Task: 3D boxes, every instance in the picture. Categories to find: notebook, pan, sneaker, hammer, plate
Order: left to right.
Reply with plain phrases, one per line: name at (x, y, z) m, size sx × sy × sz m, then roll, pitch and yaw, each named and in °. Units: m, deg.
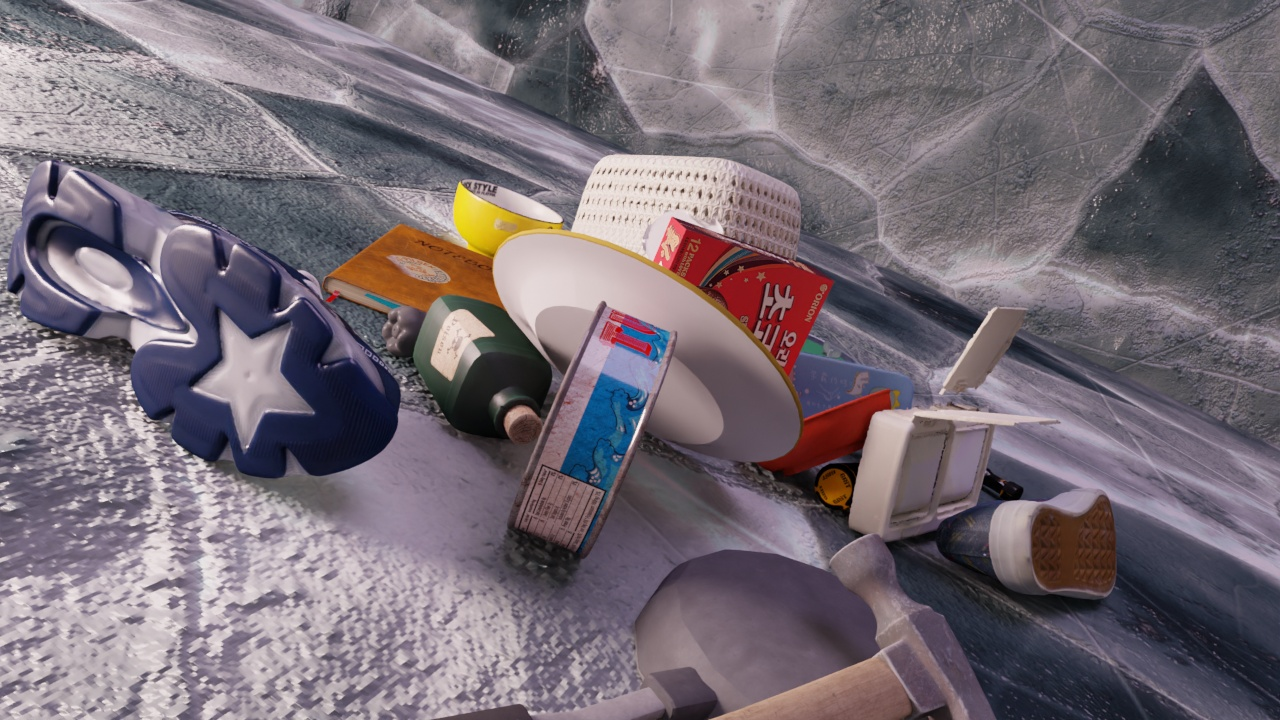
sneaker at (-0.215, -0.025, 0.507) m, size 0.269 × 0.103 × 0.132 m, roll 27°, pitch 11°, yaw 24°
notebook at (-0.161, -0.063, 0.816) m, size 0.178 × 0.014 × 0.249 m, roll 21°, pitch 17°, yaw -7°
plate at (-0.004, 0.003, 0.596) m, size 0.230 × 0.021 × 0.230 m, roll 27°, pitch -24°, yaw 13°
hammer at (0.009, 0.138, 0.305) m, size 0.330 × 0.031 × 0.119 m, roll -3°, pitch 50°, yaw -39°
pan at (0.020, 0.139, 0.385) m, size 0.356 × 0.041 × 0.178 m, roll 8°, pitch 23°, yaw -42°
hammer at (0.237, 0.099, 0.812) m, size 0.123 × 0.036 × 0.320 m, roll 32°, pitch 17°, yaw 34°
sneaker at (0.311, 0.145, 0.723) m, size 0.079 × 0.087 × 0.235 m, roll -7°, pitch -10°, yaw 42°

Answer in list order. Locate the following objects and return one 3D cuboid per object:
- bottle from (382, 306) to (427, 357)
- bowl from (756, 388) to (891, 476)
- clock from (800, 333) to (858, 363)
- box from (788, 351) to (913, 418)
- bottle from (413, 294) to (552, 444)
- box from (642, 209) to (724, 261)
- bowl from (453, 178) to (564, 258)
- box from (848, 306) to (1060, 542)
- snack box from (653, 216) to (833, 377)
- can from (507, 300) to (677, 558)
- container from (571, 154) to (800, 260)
bottle at (-0.133, -0.016, 0.672) m, size 0.109 × 0.036 × 0.036 m, roll 6°, pitch 24°, yaw -43°
bowl at (0.141, 0.060, 0.709) m, size 0.121 × 0.122 × 0.035 m, roll -6°, pitch 73°, yaw -58°
clock at (0.161, 0.003, 0.927) m, size 0.122 × 0.075 × 0.161 m, roll 26°, pitch 17°, yaw 11°
box at (0.143, 0.024, 0.812) m, size 0.209 × 0.066 × 0.049 m, roll 12°, pitch 14°, yaw -11°
bottle at (-0.097, 0.012, 0.589) m, size 0.061 × 0.061 × 0.131 m, roll 13°, pitch 19°, yaw -35°
box at (0.004, -0.060, 0.775) m, size 0.084 × 0.162 × 0.112 m, roll 36°, pitch 14°, yaw 16°
bowl at (-0.147, -0.141, 0.980) m, size 0.117 × 0.068 × 0.117 m, roll 21°, pitch 17°, yaw -7°
box at (0.241, 0.060, 0.677) m, size 0.145 × 0.186 × 0.095 m, roll -4°, pitch 38°, yaw -43°
snack box at (0.059, -0.018, 0.726) m, size 0.132 × 0.152 × 0.036 m, roll 16°, pitch 19°, yaw -22°
can at (-0.025, 0.036, 0.488) m, size 0.044 × 0.130 × 0.129 m, roll 23°, pitch 17°, yaw -2°
container at (0.043, -0.121, 0.925) m, size 0.247 × 0.143 × 0.184 m, roll 14°, pitch 3°, yaw 44°
